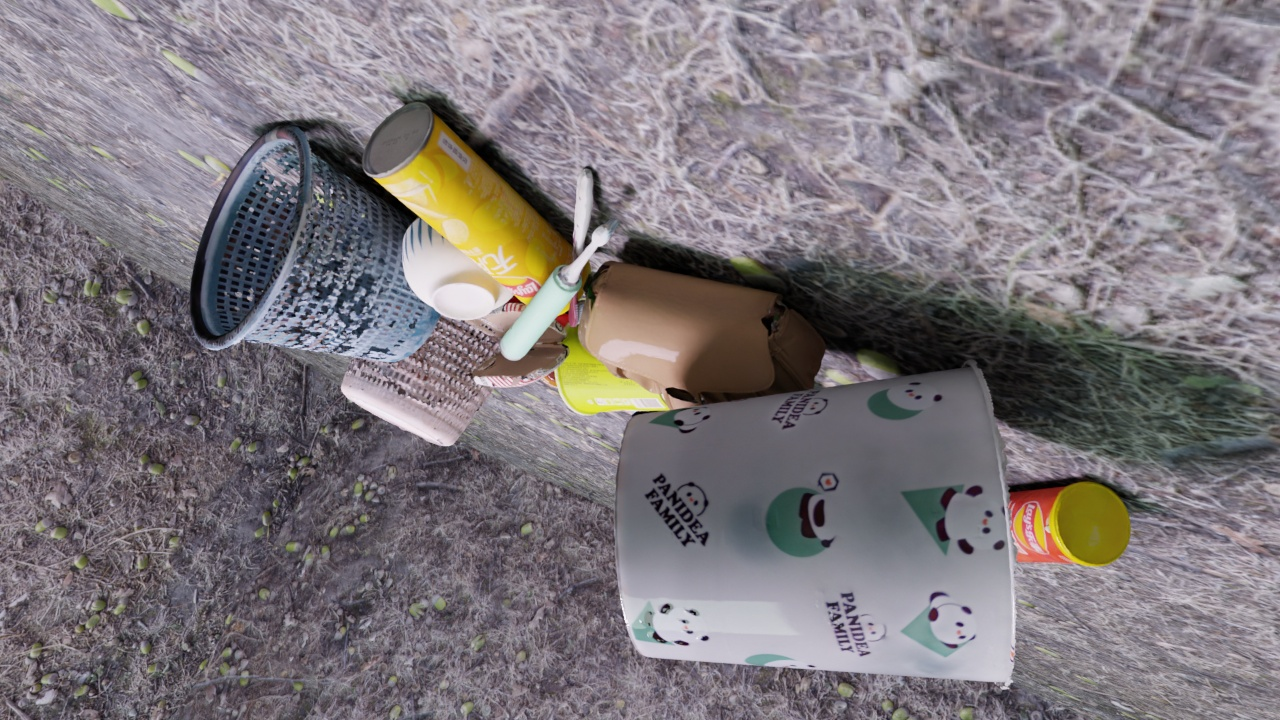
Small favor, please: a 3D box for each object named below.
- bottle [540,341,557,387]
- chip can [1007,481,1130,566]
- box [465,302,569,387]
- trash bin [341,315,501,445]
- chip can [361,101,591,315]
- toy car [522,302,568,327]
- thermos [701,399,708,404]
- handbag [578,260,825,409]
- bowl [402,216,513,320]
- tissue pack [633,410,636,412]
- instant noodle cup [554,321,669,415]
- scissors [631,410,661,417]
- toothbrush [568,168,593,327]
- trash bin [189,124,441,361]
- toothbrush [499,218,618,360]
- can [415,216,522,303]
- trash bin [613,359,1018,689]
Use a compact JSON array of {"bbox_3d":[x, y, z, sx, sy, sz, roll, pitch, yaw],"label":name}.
[{"bbox_3d":[-0.097,0.002,1.089,0.057,0.057,0.175,28,179,-7],"label":"bottle"},{"bbox_3d":[0.368,0.159,0.875,0.073,0.073,0.217,26,166,-1],"label":"chip can"},{"bbox_3d":[-0.132,-0.024,0.927,0.163,0.076,0.088,-3,117,60],"label":"box"},{"bbox_3d":[-0.253,-0.011,1.120,0.227,0.192,0.228,25,166,6],"label":"trash bin"},{"bbox_3d":[-0.127,-0.116,0.756,0.072,0.072,0.213,14,162,40],"label":"chip can"},{"bbox_3d":[-0.095,-0.046,1.036,0.106,0.031,0.049,18,174,-18],"label":"toy car"},{"bbox_3d":[0.078,0.078,0.939,0.068,0.090,0.242,31,-178,5],"label":"thermos"},{"bbox_3d":[0.045,-0.012,0.767,0.205,0.099,0.148,13,161,23],"label":"handbag"},{"bbox_3d":[-0.165,-0.081,0.857,0.116,0.066,0.117,-3,147,-2],"label":"bowl"},{"bbox_3d":[-0.012,0.027,1.116,0.133,0.050,0.093,29,168,-9],"label":"tissue pack"},{"bbox_3d":[-0.006,0.005,0.935,0.124,0.111,0.111,4,155,38],"label":"instant noodle cup"},{"bbox_3d":[0.049,0.042,1.006,0.108,0.012,0.174,-9,-173,42],"label":"scissors"},{"bbox_3d":[-0.046,-0.085,0.739,0.188,0.017,0.016,101,147,-55],"label":"toothbrush"},{"bbox_3d":[-0.313,-0.095,0.936,0.227,0.226,0.195,12,173,46],"label":"trash bin"},{"bbox_3d":[-0.071,-0.054,0.754,0.026,0.027,0.225,43,145,-4],"label":"toothbrush"},{"bbox_3d":[-0.175,-0.100,0.938,0.053,0.053,0.132,15,162,39],"label":"can"},{"bbox_3d":[0.123,0.121,0.677,0.252,0.229,0.229,-4,159,12],"label":"trash bin"}]
